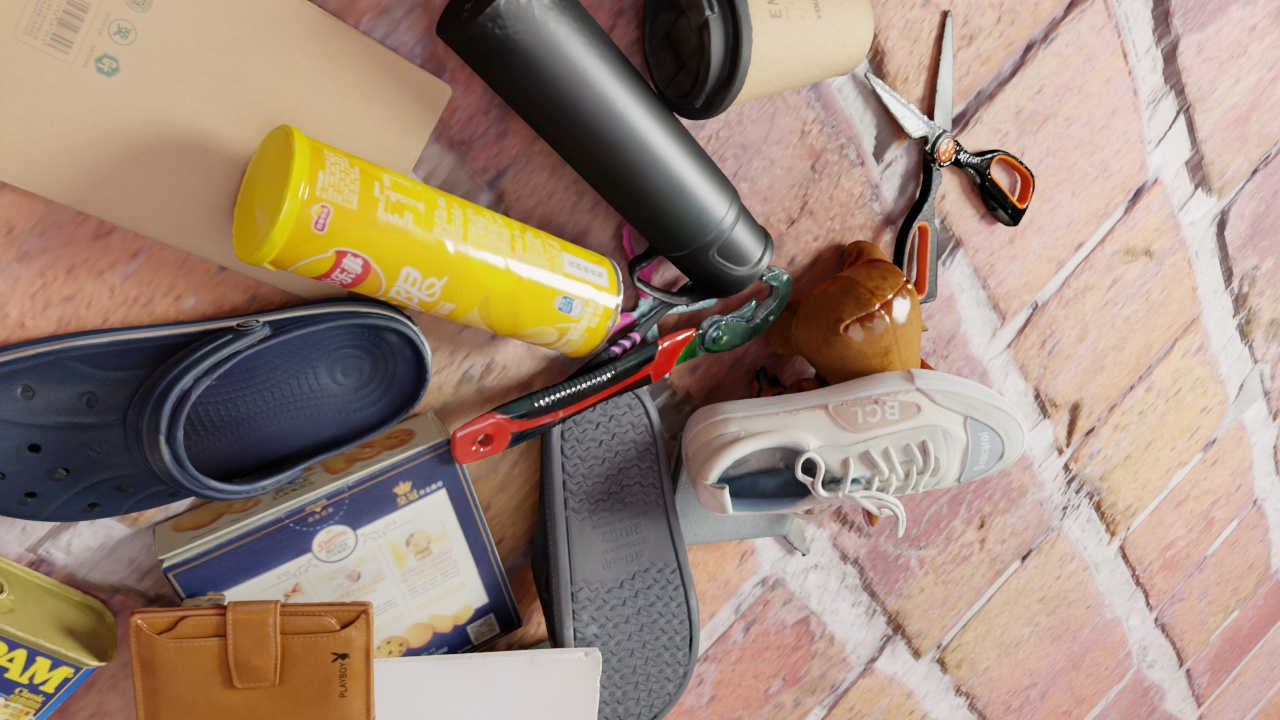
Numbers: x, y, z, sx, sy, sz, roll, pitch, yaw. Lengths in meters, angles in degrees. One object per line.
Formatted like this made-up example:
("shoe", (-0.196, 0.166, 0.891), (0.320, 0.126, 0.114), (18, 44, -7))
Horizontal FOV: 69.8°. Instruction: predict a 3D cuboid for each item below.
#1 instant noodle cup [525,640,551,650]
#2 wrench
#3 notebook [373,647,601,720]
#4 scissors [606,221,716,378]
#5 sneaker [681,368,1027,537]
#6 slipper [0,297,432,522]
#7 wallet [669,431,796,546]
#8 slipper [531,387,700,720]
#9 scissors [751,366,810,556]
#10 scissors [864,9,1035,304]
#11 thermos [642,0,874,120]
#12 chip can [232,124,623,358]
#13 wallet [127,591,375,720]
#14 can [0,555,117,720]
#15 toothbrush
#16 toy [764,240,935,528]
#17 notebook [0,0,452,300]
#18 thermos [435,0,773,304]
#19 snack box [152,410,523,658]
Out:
("instant noodle cup", (-0.081, 0.268, 0.696), (0.120, 0.111, 0.111), (-22, 124, -29))
("wrench", (-0.004, 0.004, 0.618), (0.272, 0.016, 0.056), (-26, 137, -24))
("notebook", (-0.133, 0.263, 0.600), (0.209, 0.012, 0.150), (2, 101, -13))
("scissors", (0.001, -0.041, 0.637), (0.133, 0.017, 0.135), (-10, 117, -31))
("sneaker", (0.151, 0.066, 0.625), (0.242, 0.090, 0.090), (-5, 117, 0))
("slipper", (-0.231, 0.034, 0.485), (0.252, 0.095, 0.105), (-14, 117, -24))
("wallet", (0.079, 0.098, 0.720), (0.129, 0.037, 0.107), (2, 114, -32))
("slipper", (-0.025, 0.140, 0.670), (0.110, 0.083, 0.268), (-8, 95, -24))
("scissors", (0.100, 0.105, 0.770), (0.188, 0.015, 0.223), (-31, 126, -14))
("scissors", (0.240, -0.150, 0.723), (0.231, 0.022, 0.221), (3, 107, -33))
("thermos", (0.071, -0.198, 0.555), (0.143, 0.093, 0.093), (-17, 122, -31))
("chip can", (-0.110, -0.059, 0.516), (0.213, 0.072, 0.072), (16, 105, -40))
("wallet", (-0.223, 0.185, 0.536), (0.131, 0.031, 0.108), (2, 111, -14))
("can", (-0.359, 0.161, 0.500), (0.083, 0.057, 0.102), (-45, 128, 0))
("toothbrush", (-0.020, -0.003, 0.620), (0.189, 0.018, 0.014), (-38, 120, -15))
("toy", (0.179, 0.018, 0.712), (0.140, 0.130, 0.199), (-35, 106, -9))
("notebook", (-0.217, -0.125, 0.467), (0.207, 0.008, 0.148), (24, 100, -37))
("thermos", (-0.017, -0.121, 0.545), (0.090, 0.068, 0.242), (-42, 126, 8))
("snack box", (-0.186, 0.146, 0.601), (0.177, 0.046, 0.183), (-24, 124, -18))
